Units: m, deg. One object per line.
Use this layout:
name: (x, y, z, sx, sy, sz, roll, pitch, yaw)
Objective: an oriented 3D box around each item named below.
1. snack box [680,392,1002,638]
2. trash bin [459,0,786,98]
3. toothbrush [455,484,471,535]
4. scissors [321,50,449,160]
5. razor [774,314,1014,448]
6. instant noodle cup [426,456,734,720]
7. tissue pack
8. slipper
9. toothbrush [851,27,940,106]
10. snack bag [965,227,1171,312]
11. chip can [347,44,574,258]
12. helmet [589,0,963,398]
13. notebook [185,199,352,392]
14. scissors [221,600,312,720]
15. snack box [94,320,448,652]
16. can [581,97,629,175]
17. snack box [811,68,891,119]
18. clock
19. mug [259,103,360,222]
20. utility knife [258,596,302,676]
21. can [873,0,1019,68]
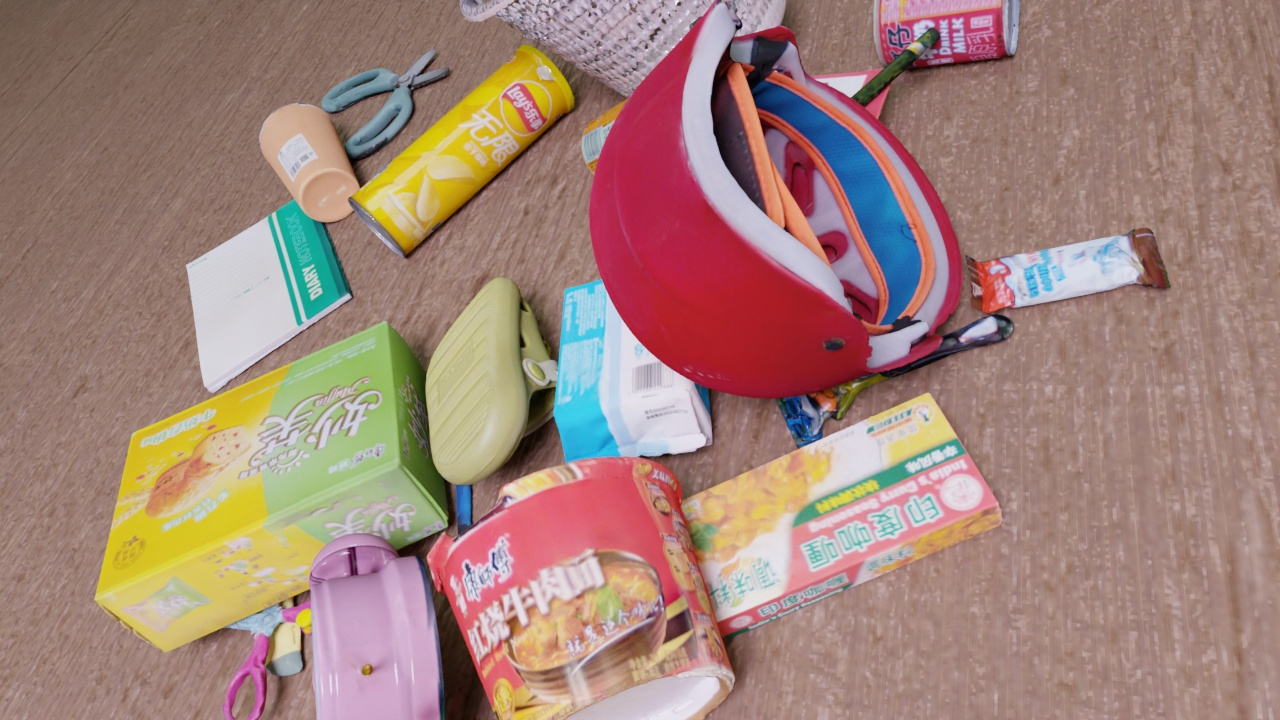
snack box: (0.101, 0.082, 0.492, 0.156, 0.027, 0.077, -25, 47, 7)
trash bin: (0.001, -0.304, 0.722, 0.228, 0.192, 0.227, -32, 41, 33)
toothbrush: (-0.128, 0.046, 0.650, 0.014, 0.016, 0.189, -24, 47, 15)
scissors: (-0.288, -0.273, 0.994, 0.170, 0.019, 0.178, -8, 50, 20)
razor: (0.149, 0.005, 0.535, 0.143, 0.022, 0.042, -24, 48, 8)
instant noodle cup: (-0.023, 0.130, 0.453, 0.138, 0.138, 0.108, -28, 55, 4)
tissue pack: (-0.003, 0.003, 0.586, 0.090, 0.063, 0.139, -12, 50, 15)
slipper: (-0.093, 0.021, 0.612, 0.092, 0.081, 0.190, -44, 28, 17)
toothbrush: (0.140, -0.165, 0.622, 0.185, 0.012, 0.017, -42, 51, -10)
snack bag: (0.242, -0.051, 0.527, 0.104, 0.026, 0.048, -9, 49, 19)
chip can: (-0.157, -0.187, 0.818, 0.213, 0.072, 0.072, -45, 47, -11)
helmet: (0.067, -0.070, 0.517, 0.144, 0.239, 0.207, -32, 72, 35)
notebook: (-0.358, -0.075, 0.873, 0.150, 0.012, 0.209, -34, 45, -2)
scissors: (-0.237, 0.173, 0.586, 0.133, 0.017, 0.135, -5, 47, 17)
snack box: (-0.245, 0.079, 0.625, 0.210, 0.070, 0.157, -24, 41, 1)
can: (0.014, -0.177, 0.690, 0.146, 0.058, 0.058, -8, 44, 57)
snack box: (0.115, -0.156, 0.668, 0.127, 0.044, 0.113, 6, 56, 32)
clock: (-0.147, 0.160, 0.498, 0.059, 0.117, 0.158, -3, 15, -20)
mug: (-0.324, -0.193, 0.910, 0.078, 0.078, 0.122, -36, 50, -4)
utility knife: (-0.260, 0.130, 0.647, 0.031, 0.022, 0.213, -28, 52, 0)
can: (0.225, -0.252, 0.674, 0.094, 0.066, 0.066, 2, 55, 29)
